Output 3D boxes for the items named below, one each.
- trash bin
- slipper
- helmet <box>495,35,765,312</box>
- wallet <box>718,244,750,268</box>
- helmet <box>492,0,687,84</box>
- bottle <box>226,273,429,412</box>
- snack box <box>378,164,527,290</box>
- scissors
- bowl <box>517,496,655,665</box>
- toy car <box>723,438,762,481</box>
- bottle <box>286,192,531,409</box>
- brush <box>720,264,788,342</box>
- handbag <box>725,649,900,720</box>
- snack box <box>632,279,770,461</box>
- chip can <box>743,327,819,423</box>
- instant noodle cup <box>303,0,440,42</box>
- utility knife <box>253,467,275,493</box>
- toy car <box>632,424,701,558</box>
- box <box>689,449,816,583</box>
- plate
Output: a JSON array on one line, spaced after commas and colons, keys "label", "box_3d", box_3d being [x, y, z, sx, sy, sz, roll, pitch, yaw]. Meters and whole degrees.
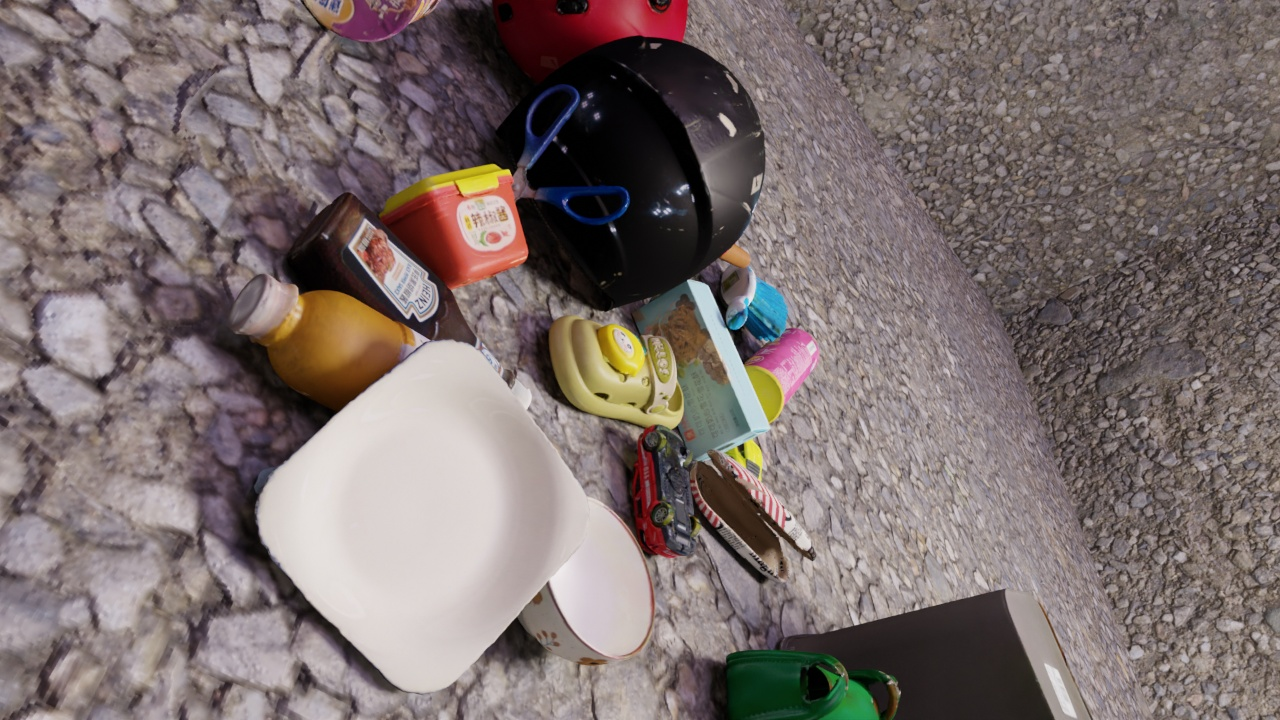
[{"label": "trash bin", "box_3d": [0.284, 0.326, 0.861, 0.198, 0.220, 0.198, 23, 45, -52]}, {"label": "slipper", "box_3d": [-0.005, 0.005, 0.829, 0.190, 0.082, 0.091, 27, 39, -51]}, {"label": "helmet", "box_3d": [0.009, -0.188, 0.868, 0.233, 0.231, 0.273, 58, 42, -8]}, {"label": "wallet", "box_3d": [0.062, -0.154, 1.112, 0.119, 0.035, 0.130, 36, 12, 25]}, {"label": "helmet", "box_3d": [-0.054, -0.349, 0.978, 0.239, 0.207, 0.144, -29, 120, -59]}, {"label": "bottle", "box_3d": [-0.160, 0.009, 0.568, 0.189, 0.068, 0.067, 36, 36, -40]}, {"label": "snack box", "box_3d": [-0.138, -0.098, 0.698, 0.091, 0.082, 0.080, -28, 100, -48]}, {"label": "scissors", "box_3d": [-0.089, -0.147, 0.745, 0.012, 0.176, 0.162, 15, 91, -83]}, {"label": "bowl", "box_3d": [-0.048, 0.156, 0.626, 0.113, 0.062, 0.113, 40, 32, -33]}, {"label": "toy car", "box_3d": [0.109, 0.093, 0.990, 0.048, 0.032, 0.105, 33, 36, -41]}, {"label": "bottle", "box_3d": [-0.153, -0.026, 0.643, 0.195, 0.044, 0.079, 47, 28, -27]}, {"label": "brush", "box_3d": [0.131, -0.061, 1.094, 0.109, 0.061, 0.314, 44, 15, -16]}, {"label": "handbag", "box_3d": [0.141, 0.280, 0.768, 0.131, 0.120, 0.067, 36, 42, -43]}, {"label": "snack box", "box_3d": [0.061, 0.010, 0.941, 0.051, 0.074, 0.174, 4, 61, -60]}, {"label": "chip can", "box_3d": [0.162, 0.016, 1.116, 0.071, 0.072, 0.210, 60, 26, -1]}, {"label": "instant noodle cup", "box_3d": [-0.215, -0.326, 0.766, 0.111, 0.112, 0.099, 54, 19, -12]}, {"label": "utility knife", "box_3d": [-0.145, 0.084, 0.580, 0.221, 0.013, 0.029, 16, 51, -54]}, {"label": "toy car", "box_3d": [0.019, 0.114, 0.799, 0.053, 0.045, 0.120, 36, 41, -43]}, {"label": "box", "box_3d": [0.101, 0.159, 0.909, 0.163, 0.081, 0.075, 45, -1, -26]}, {"label": "plate", "box_3d": [-0.123, 0.089, 0.535, 0.163, 0.034, 0.163, -45, 111, -29]}]
